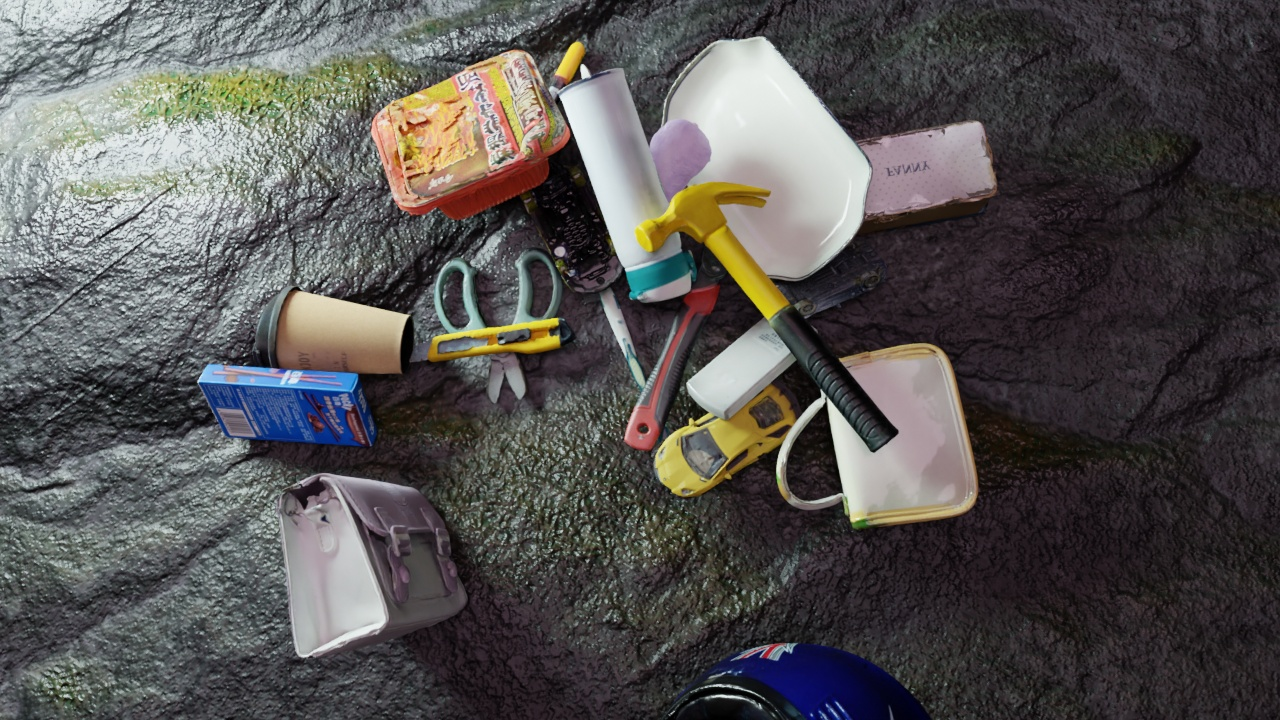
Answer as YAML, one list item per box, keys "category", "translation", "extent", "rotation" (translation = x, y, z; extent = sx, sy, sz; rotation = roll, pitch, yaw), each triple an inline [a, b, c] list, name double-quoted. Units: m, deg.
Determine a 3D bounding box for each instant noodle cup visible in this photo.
- category: "instant noodle cup"
  translation: [-0.171, -0.222, 0.943]
  extent: [0.189, 0.079, 0.164]
  rotation: [-23, 56, 0]

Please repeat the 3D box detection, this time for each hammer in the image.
- category: "hammer"
  translation: [0.131, -0.043, 0.848]
  extent: [0.128, 0.033, 0.300]
  rotation: [-35, 81, -16]

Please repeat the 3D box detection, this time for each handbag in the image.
- category: "handbag"
  translation: [-0.237, 0.177, 0.823]
  extent: [0.098, 0.197, 0.145]
  rotation: [-25, 78, 1]
- category: "handbag"
  translation: [0.213, 0.077, 0.872]
  extent: [0.179, 0.063, 0.163]
  rotation: [-8, 78, 0]

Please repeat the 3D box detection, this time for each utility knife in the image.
- category: "utility knife"
  translation: [-0.151, -0.018, 0.930]
  extent: [0.173, 0.015, 0.033]
  rotation: [-8, 77, 3]

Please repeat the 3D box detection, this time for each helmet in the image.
- category: "helmet"
  translation: [0.135, 0.388, 0.723]
  extent: [0.248, 0.240, 0.315]
  rotation: [-15, 65, 40]

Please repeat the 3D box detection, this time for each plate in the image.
- category: "plate"
  translation: [0.124, -0.201, 0.919]
  extent: [0.162, 0.034, 0.265]
  rotation: [-45, 66, 25]

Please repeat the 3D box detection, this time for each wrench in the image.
- category: "wrench"
  translation: [0.053, -0.034, 0.925]
  extent: [0.056, 0.016, 0.273]
  rotation: [25, 76, 12]

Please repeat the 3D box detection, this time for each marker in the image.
- category: "marker"
  translation: [-0.093, -0.291, 1.001]
  extent: [0.018, 0.015, 0.123]
  rotation: [26, 84, 11]

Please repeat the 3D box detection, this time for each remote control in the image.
- category: "remote control"
  translation: [0.109, 0.002, 0.897]
  extent: [0.135, 0.019, 0.056]
  rotation: [-40, 52, -19]

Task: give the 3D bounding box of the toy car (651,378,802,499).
- category: "toy car"
  translation: [0.085, 0.077, 0.889]
  extent: [0.155, 0.041, 0.071]
  rotation: [-30, 77, -11]

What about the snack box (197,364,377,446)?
- category: "snack box"
  translation: [-0.350, 0.046, 0.917]
  extent: [0.157, 0.085, 0.026]
  rotation: [3, 45, 5]

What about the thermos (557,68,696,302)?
- category: "thermos"
  translation: [-0.008, -0.165, 0.897]
  extent: [0.073, 0.073, 0.224]
  rotation: [-20, 100, 0]

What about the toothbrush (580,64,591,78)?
- category: "toothbrush"
  translation: [-0.034, -0.236, 0.984]
  extent: [0.017, 0.016, 0.187]
  rotation: [-23, 78, 10]

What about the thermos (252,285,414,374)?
- category: "thermos"
  translation: [-0.307, -0.023, 0.929]
  extent: [0.143, 0.093, 0.093]
  rotation: [7, 79, -2]

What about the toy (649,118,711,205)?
- category: "toy"
  translation: [0.029, -0.194, 0.936]
  extent: [0.084, 0.039, 0.108]
  rotation: [37, 103, 4]

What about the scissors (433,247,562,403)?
- category: "scissors"
  translation: [-0.130, -0.044, 0.951]
  extent: [0.169, 0.019, 0.177]
  rotation: [-26, 76, -2]

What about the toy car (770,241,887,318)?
- category: "toy car"
  translation: [0.187, -0.078, 0.917]
  extent: [0.120, 0.037, 0.054]
  rotation: [-23, 54, -5]

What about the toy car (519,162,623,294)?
- category: "toy car"
  translation: [-0.071, -0.137, 0.952]
  extent: [0.070, 0.042, 0.158]
  rotation: [-25, 73, -1]

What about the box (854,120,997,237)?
- category: "box"
  translation: [0.272, -0.183, 0.926]
  extent: [0.184, 0.062, 0.089]
  rotation: [-7, 79, 1]

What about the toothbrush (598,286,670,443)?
- category: "toothbrush"
  translation: [-0.006, 0.005, 0.933]
  extent: [0.016, 0.018, 0.191]
  rotation: [-22, 75, 0]
